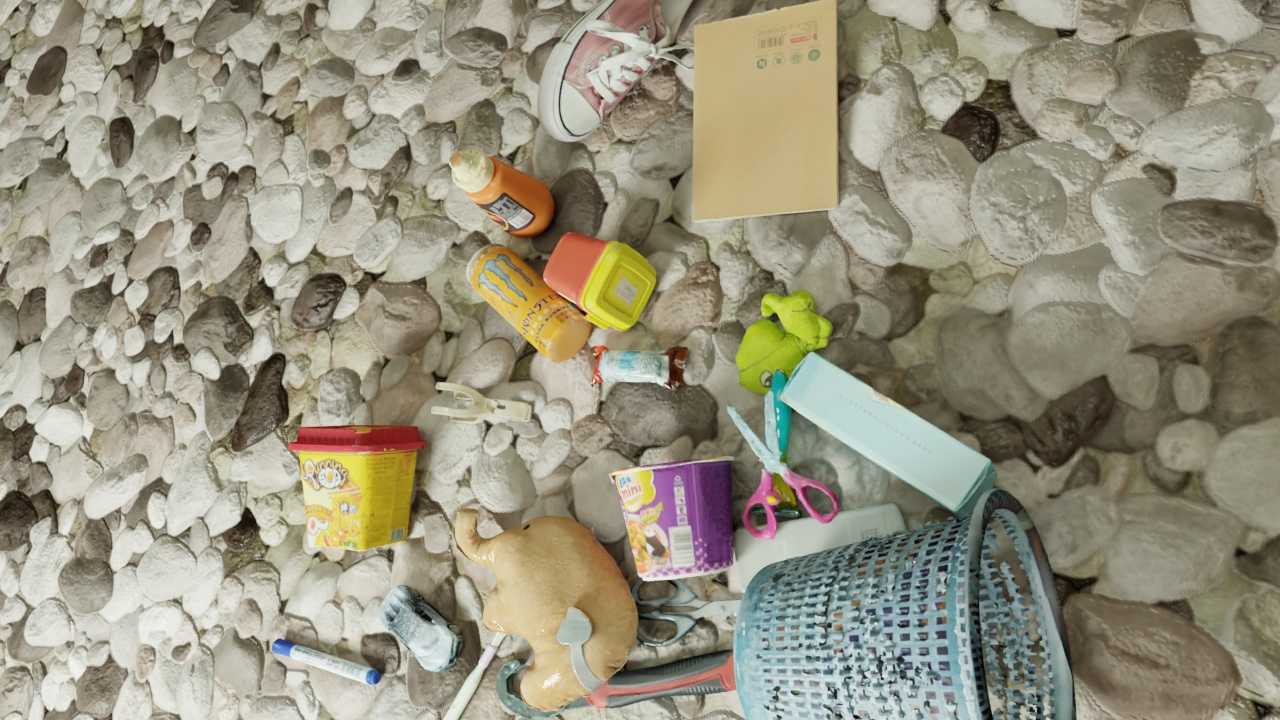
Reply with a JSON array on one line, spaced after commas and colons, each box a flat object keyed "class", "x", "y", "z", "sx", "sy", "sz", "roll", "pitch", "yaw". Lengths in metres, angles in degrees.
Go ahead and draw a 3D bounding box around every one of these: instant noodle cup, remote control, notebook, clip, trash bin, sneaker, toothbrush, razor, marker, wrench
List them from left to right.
[{"class": "marker", "x": -0.337, "y": 0.322, "z": 0.982, "sx": 0.146, "sy": 0.017, "sz": 0.017, "roll": 6, "pitch": 80, "yaw": 26}, {"class": "instant noodle cup", "x": -0.296, "y": 0.131, "z": 0.965, "sx": 0.116, "sy": 0.116, "sz": 0.123, "roll": 0, "pitch": 89, "yaw": 24}, {"class": "toothbrush", "x": -0.173, "y": 0.330, "z": 0.902, "sx": 0.189, "sy": 0.029, "sz": 0.020, "roll": -59, "pitch": 20, "yaw": 3}, {"class": "clip", "x": -0.168, "y": 0.049, "z": 0.969, "sx": 0.102, "sy": 0.095, "sz": 0.035, "roll": 10, "pitch": 77, "yaw": -13}, {"class": "wrench", "x": -0.015, "y": 0.294, "z": 0.839, "sx": 0.274, "sy": 0.016, "sz": 0.056, "roll": -13, "pitch": 72, "yaw": 23}, {"class": "sneaker", "x": -0.012, "y": -0.325, "z": 0.948, "sx": 0.241, "sy": 0.118, "sz": 0.088, "roll": -51, "pitch": 42, "yaw": 0}, {"class": "instant noodle cup", "x": 0.034, "y": 0.139, "z": 0.810, "sx": 0.112, "sy": 0.111, "sz": 0.099, "roll": -11, "pitch": 82, "yaw": 22}, {"class": "notebook", "x": 0.120, "y": -0.243, "z": 0.901, "sx": 0.148, "sy": 0.008, "sz": 0.207, "roll": -2, "pitch": 84, "yaw": 24}, {"class": "razor", "x": 0.123, "y": 0.073, "z": 0.815, "sx": 0.043, "sy": 0.028, "sz": 0.132, "roll": 0, "pitch": 88, "yaw": 22}, {"class": "remote control", "x": 0.155, "y": 0.163, "z": 0.787, "sx": 0.150, "sy": 0.021, "sz": 0.058, "roll": -14, "pitch": 64, "yaw": 21}, {"class": "trash bin", "x": 0.185, "y": 0.216, "z": 0.669, "sx": 0.196, "sy": 0.226, "sz": 0.226, "roll": -13, "pitch": 71, "yaw": 35}]

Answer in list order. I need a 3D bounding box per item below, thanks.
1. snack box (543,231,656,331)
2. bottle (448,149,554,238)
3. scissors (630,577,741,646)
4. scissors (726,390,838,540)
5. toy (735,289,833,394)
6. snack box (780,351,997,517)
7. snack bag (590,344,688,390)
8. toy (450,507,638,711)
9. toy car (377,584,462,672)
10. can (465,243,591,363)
[{"class": "snack box", "x": -0.043, "y": -0.080, "z": 0.907, "sx": 0.080, "sy": 0.091, "sz": 0.082, "roll": 26, "pitch": 88, "yaw": 35}, {"class": "bottle", "x": -0.147, "y": -0.177, "z": 0.944, "sx": 0.067, "sy": 0.149, "sz": 0.066, "roll": -6, "pitch": 74, "yaw": 24}, {"class": "scissors", "x": 0.072, "y": 0.232, "z": 0.818, "sx": 0.175, "sy": 0.014, "sz": 0.133, "roll": 30, "pitch": 89, "yaw": 25}, {"class": "scissors", "x": 0.122, "y": 0.090, "z": 0.779, "sx": 0.108, "sy": 0.017, "sz": 0.135, "roll": 1, "pitch": 101, "yaw": 20}, {"class": "toy", "x": 0.127, "y": -0.013, "z": 0.840, "sx": 0.100, "sy": 0.031, "sz": 0.096, "roll": -33, "pitch": 74, "yaw": 11}, {"class": "snack box", "x": 0.205, "y": 0.061, "z": 0.761, "sx": 0.175, "sy": 0.074, "sz": 0.051, "roll": 35, "pitch": 93, "yaw": 28}, {"class": "snack bag", "x": -0.005, "y": 0.005, "z": 0.901, "sx": 0.105, "sy": 0.026, "sz": 0.045, "roll": 2, "pitch": 69, "yaw": 25}, {"class": "toy", "x": -0.091, "y": 0.209, "z": 0.859, "sx": 0.143, "sy": 0.082, "sz": 0.226, "roll": -39, "pitch": 54, "yaw": -3}, {"class": "toy car", "x": -0.226, "y": 0.273, "z": 0.934, "sx": 0.105, "sy": 0.031, "sz": 0.049, "roll": 31, "pitch": 92, "yaw": 27}, {"class": "can", "x": -0.117, "y": -0.061, "z": 0.952, "sx": 0.146, "sy": 0.058, "sz": 0.058, "roll": 41, "pitch": 96, "yaw": 27}]
